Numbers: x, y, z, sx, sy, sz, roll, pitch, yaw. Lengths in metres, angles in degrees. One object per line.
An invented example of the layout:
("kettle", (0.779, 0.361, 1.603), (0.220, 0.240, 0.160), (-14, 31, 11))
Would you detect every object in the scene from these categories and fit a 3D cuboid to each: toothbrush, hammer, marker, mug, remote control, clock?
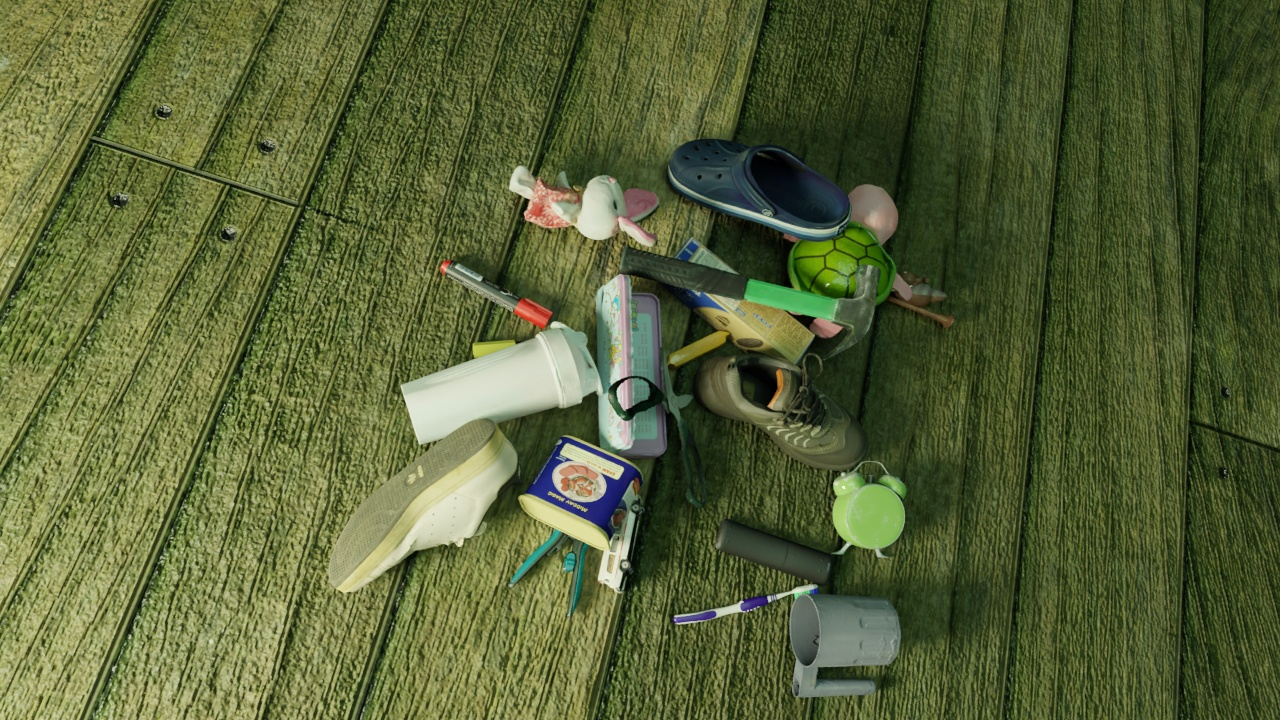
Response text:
("toothbrush", (0.128, 0.292, 1.094), (0.186, 0.015, 0.016), (-9, 81, -16))
("hammer", (0.130, -0.087, 1.132), (0.319, 0.032, 0.130), (14, 85, -2))
("marker", (-0.141, -0.015, 1.119), (0.123, 0.018, 0.021), (-5, 75, -16))
("mug", (0.237, 0.337, 1.080), (0.104, 0.084, 0.124), (4, 96, -15))
("remote control", (0.165, 0.233, 1.118), (0.152, 0.020, 0.041), (19, 69, -6))
("marker", (-0.178, -0.084, 1.129), (0.145, 0.021, 0.023), (29, 76, -4))
("clock", (0.284, 0.185, 1.140), (0.094, 0.043, 0.119), (5, 83, -13))

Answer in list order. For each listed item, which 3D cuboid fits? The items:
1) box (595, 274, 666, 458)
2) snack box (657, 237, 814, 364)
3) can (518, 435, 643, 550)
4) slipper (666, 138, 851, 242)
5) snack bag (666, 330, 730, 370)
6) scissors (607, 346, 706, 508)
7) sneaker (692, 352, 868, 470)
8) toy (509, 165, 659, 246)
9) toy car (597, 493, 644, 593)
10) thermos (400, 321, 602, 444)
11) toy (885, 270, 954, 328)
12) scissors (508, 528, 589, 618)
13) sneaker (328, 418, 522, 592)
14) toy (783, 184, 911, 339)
("box", (-0.008, 0.006, 1.105), (0.089, 0.093, 0.214), (2, 73, -13))
("snack box", (0.121, -0.067, 1.180), (0.207, 0.057, 0.056), (39, 65, 0))
("can", (-0.065, 0.149, 1.050), (0.116, 0.057, 0.092), (21, 62, 19))
("slipper", (0.157, -0.239, 1.193), (0.253, 0.095, 0.105), (24, 67, 15))
("snack bag", (0.070, -0.013, 1.166), (0.099, 0.026, 0.020), (-26, 81, -18))
("scissors", (0.027, 0.081, 1.072), (0.201, 0.015, 0.201), (-2, 78, -59))
("sneaker", (0.193, 0.046, 1.114), (0.238, 0.143, 0.100), (25, 69, -8))
("toy", (-0.068, -0.196, 1.155), (0.194, 0.084, 0.158), (14, 30, -3))
("toy car", (-0.023, 0.211, 1.071), (0.039, 0.039, 0.113), (7, 70, 11))
("thermos", (-0.161, 0.027, 1.063), (0.220, 0.099, 0.099), (-17, 78, -15))
("toy", (0.385, -0.088, 1.259), (0.102, 0.041, 0.055), (22, 92, 2))
("scissors", (-0.093, 0.223, 1.059), (0.124, 0.019, 0.155), (-4, 73, -16))
("sneaker", (-0.229, 0.173, 1.013), (0.241, 0.089, 0.102), (-42, 124, -5))
("toy", (0.273, -0.132, 1.216), (0.190, 0.088, 0.237), (30, 64, 15))
